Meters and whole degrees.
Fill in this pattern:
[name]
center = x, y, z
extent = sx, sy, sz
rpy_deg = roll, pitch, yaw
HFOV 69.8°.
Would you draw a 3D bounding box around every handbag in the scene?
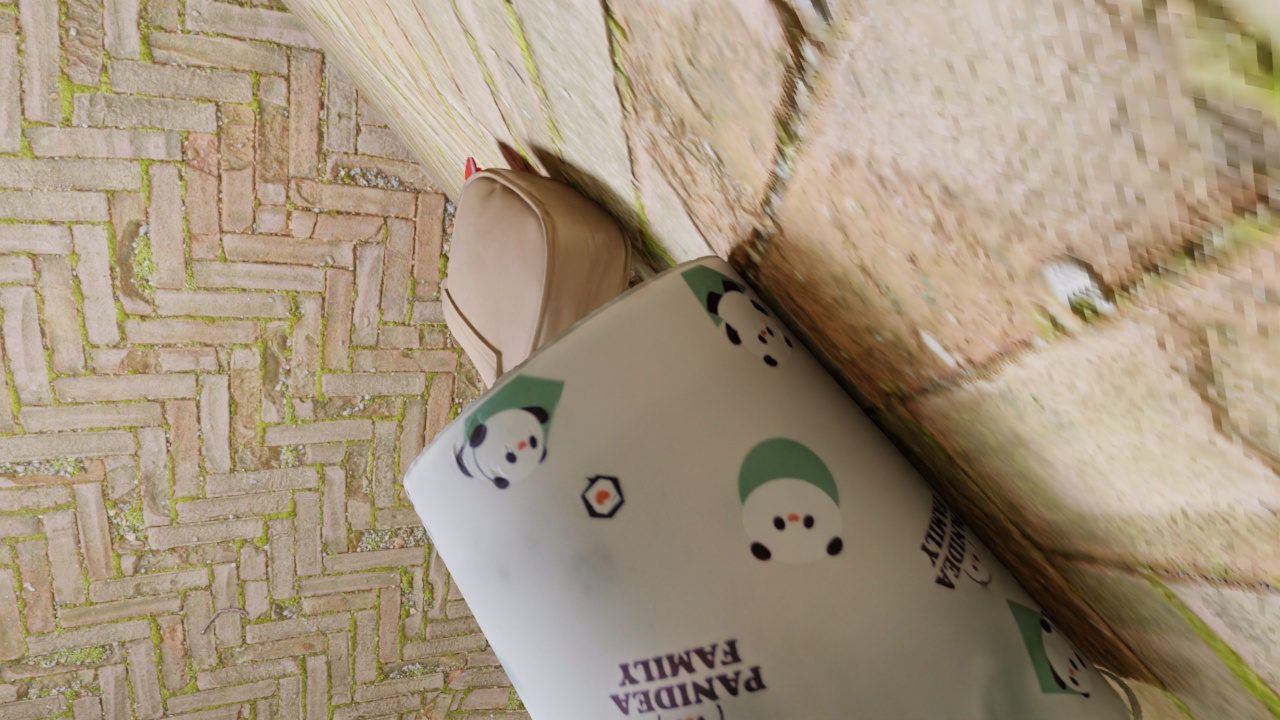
[handbag]
center = -0.072, -0.051, 0.635
extent = 0.099, 0.148, 0.204
rpy_deg = 8, -161, -28

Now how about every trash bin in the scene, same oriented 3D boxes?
[trash bin]
center = 0.040, 0.107, 0.415
extent = 0.252, 0.229, 0.229
rpy_deg = 54, 177, 9

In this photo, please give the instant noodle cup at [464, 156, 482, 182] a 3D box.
[instant noodle cup]
center = -0.116, -0.086, 0.819
extent = 0.194, 0.065, 0.194
rpy_deg = 173, 91, -77
